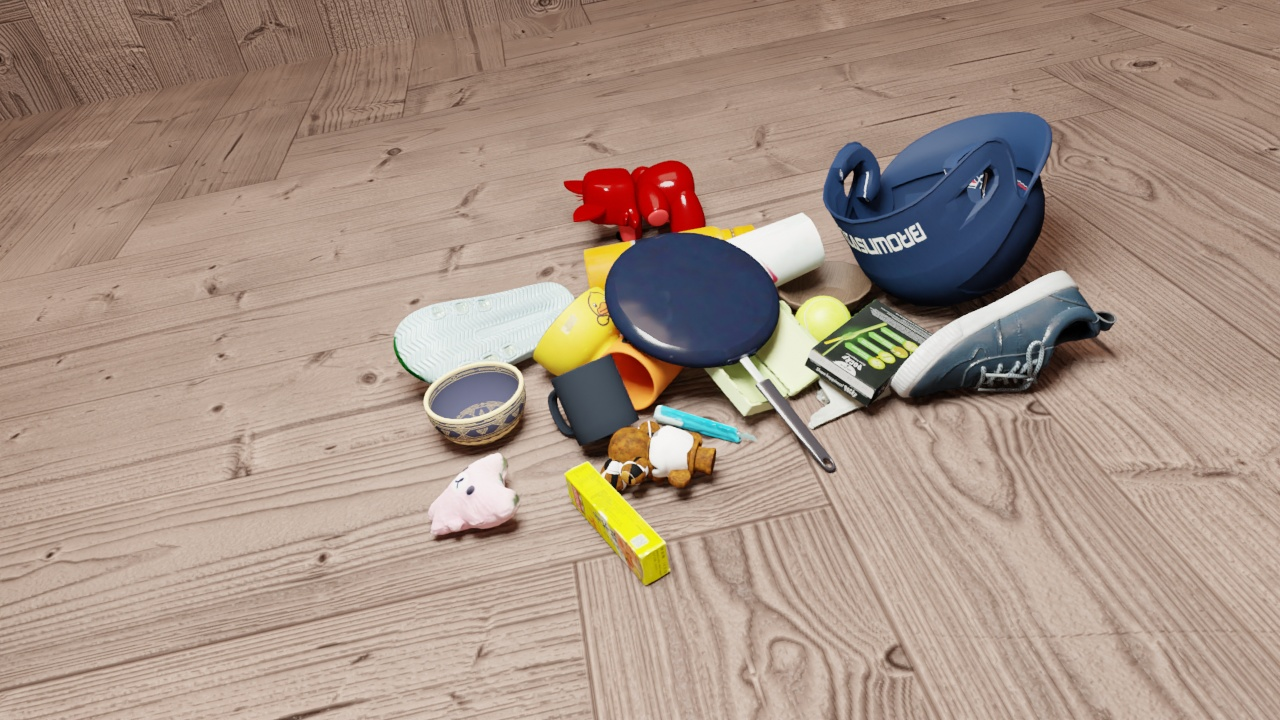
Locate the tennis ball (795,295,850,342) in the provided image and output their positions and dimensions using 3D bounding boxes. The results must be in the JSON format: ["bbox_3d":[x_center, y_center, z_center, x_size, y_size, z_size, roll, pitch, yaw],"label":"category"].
[{"bbox_3d":[0.213,-0.043,1.072,0.065,0.065,0.065,-7,34,5],"label":"tennis ball"}]

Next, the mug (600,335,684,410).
[{"bbox_3d":[-0.006,0.006,1.059,0.113,0.077,0.095,-29,11,41],"label":"mug"}]

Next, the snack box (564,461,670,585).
[{"bbox_3d":[-0.024,0.152,0.872,0.028,0.040,0.148,-25,36,-21],"label":"snack box"}]

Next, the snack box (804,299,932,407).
[{"bbox_3d":[0.254,-0.011,1.009,0.080,0.025,0.147,36,44,23],"label":"snack box"}]

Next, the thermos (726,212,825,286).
[{"bbox_3d":[0.115,-0.113,1.148,0.220,0.099,0.099,-24,35,-2],"label":"thermos"}]

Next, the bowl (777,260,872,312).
[{"bbox_3d":[0.233,-0.085,1.159,0.118,0.030,0.117,-8,34,5],"label":"bowl"}]

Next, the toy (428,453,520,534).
[{"bbox_3d":[-0.170,0.141,0.922,0.096,0.053,0.099,-28,32,-3],"label":"toy"}]

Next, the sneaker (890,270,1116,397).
[{"bbox_3d":[0.379,-0.008,0.964,0.235,0.089,0.087,-28,63,-3],"label":"sneaker"}]

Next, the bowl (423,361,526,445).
[{"bbox_3d":[-0.181,0.058,1.035,0.112,0.061,0.112,-7,34,5],"label":"bowl"}]

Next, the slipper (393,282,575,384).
[{"bbox_3d":[-0.185,-0.029,1.141,0.244,0.074,0.104,-21,78,-31],"label":"slipper"}]

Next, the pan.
[{"bbox_3d":[0.100,-0.019,0.992,0.198,0.021,0.356,-22,58,-23],"label":"pan"}]

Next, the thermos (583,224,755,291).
[{"bbox_3d":[0.043,-0.138,1.250,0.232,0.076,0.091,-11,31,0],"label":"thermos"}]

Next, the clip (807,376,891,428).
[{"bbox_3d":[0.215,0.038,0.997,0.101,0.040,0.054,-20,54,-16],"label":"clip"}]

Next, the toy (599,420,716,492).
[{"bbox_3d":[0.019,0.098,0.928,0.113,0.067,0.087,9,38,12],"label":"toy"}]

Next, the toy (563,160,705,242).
[{"bbox_3d":[-0.009,-0.236,1.372,0.197,0.121,0.158,-4,35,-8],"label":"toy"}]

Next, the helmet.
[{"bbox_3d":[0.372,-0.189,1.094,0.272,0.223,0.232,-56,32,-10],"label":"helmet"}]

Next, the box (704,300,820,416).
[{"bbox_3d":[0.112,-0.027,1.039,0.140,0.047,0.187,-28,60,-23],"label":"box"}]

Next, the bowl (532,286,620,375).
[{"bbox_3d":[-0.064,-0.023,1.093,0.067,0.118,0.117,42,51,7],"label":"bowl"}]

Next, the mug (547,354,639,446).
[{"bbox_3d":[-0.060,0.047,0.995,0.105,0.077,0.071,-24,0,42],"label":"mug"}]

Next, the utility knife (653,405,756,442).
[{"bbox_3d":[0.068,0.072,0.986,0.124,0.022,0.015,15,42,28],"label":"utility knife"}]
